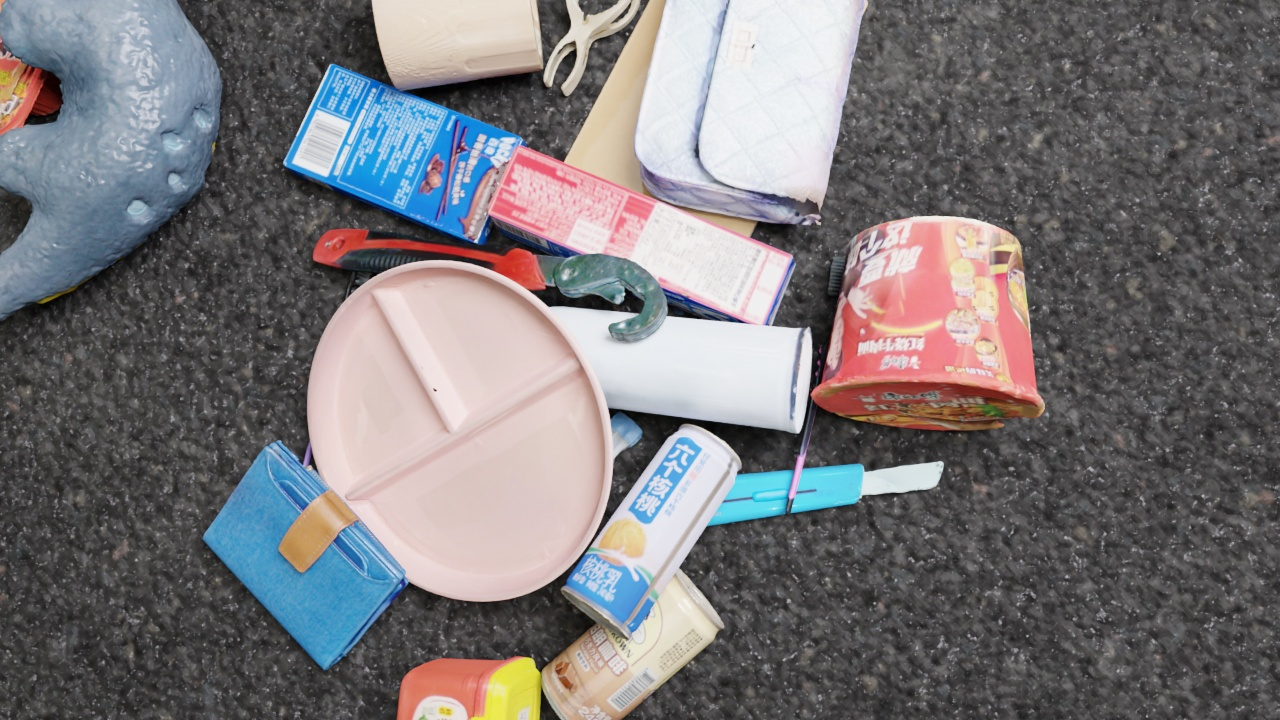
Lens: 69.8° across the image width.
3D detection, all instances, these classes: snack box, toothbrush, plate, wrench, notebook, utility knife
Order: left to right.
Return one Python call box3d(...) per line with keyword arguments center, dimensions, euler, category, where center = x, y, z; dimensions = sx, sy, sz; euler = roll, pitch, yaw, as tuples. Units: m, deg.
box3d(center=(-0.220, 0.007, 0.664), dimensions=(0.016, 0.014, 0.189), euler=(15, 85, -7), category="toothbrush")
box3d(center=(-0.170, -0.148, 0.669), dimensions=(0.157, 0.026, 0.084), euler=(23, 86, 6), category="snack box")
box3d(center=(-0.120, 0.048, 0.607), dimensions=(0.230, 0.028, 0.229), euler=(4, 102, 20), category="plate")
box3d(center=(-0.113, 0.242, 0.603), dimensions=(0.080, 0.082, 0.091), euler=(1, 83, 17), category="snack box")
box3d(center=(-0.108, -0.061, 0.619), dimensions=(0.274, 0.016, 0.056), euler=(13, 63, 21), category="wrench")
box3d(center=(0.001, -0.079, 0.636), dimensions=(0.207, 0.057, 0.058), euler=(23, 83, 6), category="snack box")
box3d(center=(0.055, -0.202, 0.670), dimensions=(0.148, 0.008, 0.207), euler=(27, 87, 6), category="notebook")
box3d(center=(0.109, 0.089, 0.631), dimensions=(0.199, 0.018, 0.034), euler=(-8, 83, 2), category="utility knife")
box3d(center=(0.120, 0.014, 0.631), dimensions=(0.018, 0.014, 0.189), euler=(13, 79, 15), category="toothbrush")

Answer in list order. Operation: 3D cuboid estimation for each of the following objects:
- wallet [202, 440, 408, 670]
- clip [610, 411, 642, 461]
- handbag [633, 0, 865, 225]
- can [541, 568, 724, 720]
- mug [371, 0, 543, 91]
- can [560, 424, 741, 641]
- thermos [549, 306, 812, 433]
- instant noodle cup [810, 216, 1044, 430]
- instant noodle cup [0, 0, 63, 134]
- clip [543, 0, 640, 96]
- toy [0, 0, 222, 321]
box3d(center=(-0.231, 0.134, 0.629), dimensions=(0.133, 0.040, 0.106), euler=(43, 110, 7), category="wallet")
box3d(center=(-0.024, 0.063, 0.643), dimensions=(0.025, 0.031, 0.057), euler=(41, 80, 5), category="clip")
box3d(center=(0.075, -0.197, 0.625), dimensions=(0.134, 0.075, 0.194), euler=(11, 86, 4), category="handbag")
box3d(center=(-0.006, 0.192, 0.607), dimensions=(0.116, 0.058, 0.058), euler=(-41, 83, -1), category="can")
box3d(center=(-0.126, -0.252, 0.652), dimensions=(0.103, 0.084, 0.124), euler=(-6, 50, 0), category="mug")
box3d(center=(0.009, 0.107, 0.587), dimensions=(0.053, 0.053, 0.134), euler=(35, 70, 6), category="can")
box3d(center=(-0.004, 0.004, 0.607), dimensions=(0.224, 0.073, 0.073), euler=(6, 84, 17), category="thermos")
box3d(center=(0.181, -0.022, 0.584), dimensions=(0.138, 0.138, 0.108), euler=(6, 76, 4), category="instant noodle cup")
box3d(center=(-0.480, -0.261, 0.676), dimensions=(0.164, 0.079, 0.188), euler=(22, 87, 5), category="instant noodle cup")
box3d(center=(-0.027, -0.244, 0.667), dimensions=(0.092, 0.035, 0.103), euler=(3, 89, 5), category="clip")
box3d(center=(-0.371, -0.175, 0.642), dimensions=(0.137, 0.091, 0.356), euler=(14, 92, -20), category="toy")
